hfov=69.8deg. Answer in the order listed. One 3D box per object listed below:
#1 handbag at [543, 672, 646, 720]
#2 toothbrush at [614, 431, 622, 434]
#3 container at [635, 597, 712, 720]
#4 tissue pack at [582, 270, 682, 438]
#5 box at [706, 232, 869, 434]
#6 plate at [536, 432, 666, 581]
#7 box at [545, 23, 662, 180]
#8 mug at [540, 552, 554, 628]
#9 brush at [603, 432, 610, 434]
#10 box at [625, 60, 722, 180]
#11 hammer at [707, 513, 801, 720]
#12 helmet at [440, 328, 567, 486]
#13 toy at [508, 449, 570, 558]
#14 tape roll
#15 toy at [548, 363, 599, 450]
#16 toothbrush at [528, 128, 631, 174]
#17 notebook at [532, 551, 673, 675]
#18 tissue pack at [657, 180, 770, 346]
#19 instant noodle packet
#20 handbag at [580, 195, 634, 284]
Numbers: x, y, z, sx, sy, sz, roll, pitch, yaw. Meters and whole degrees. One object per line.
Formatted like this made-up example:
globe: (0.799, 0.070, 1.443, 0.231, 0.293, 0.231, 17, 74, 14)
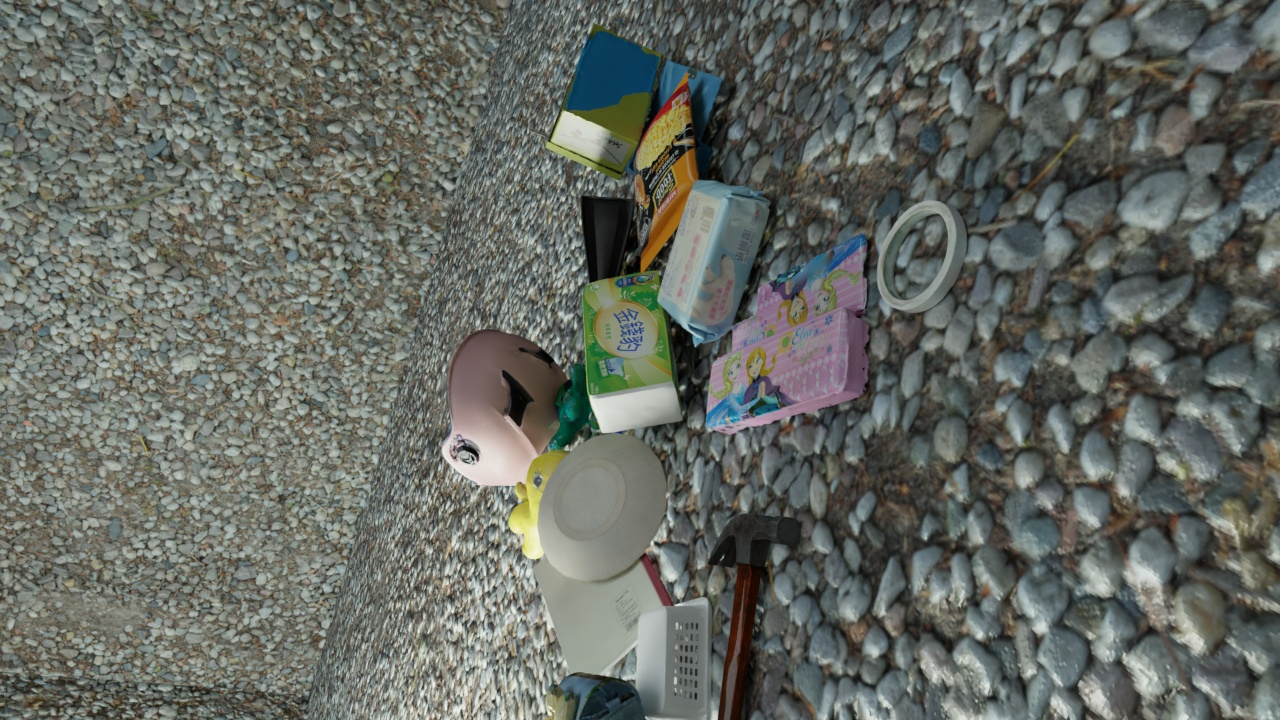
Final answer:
handbag: (-0.038, 0.404, 0.901, 0.122, 0.118, 0.192, -27, 82, 62)
toothbrush: (-0.033, 0.084, 1.203, 0.018, 0.016, 0.182, -8, 85, 27)
container: (0.032, 0.310, 0.940, 0.081, 0.049, 0.129, -39, 43, 55)
tissue pack: (-0.007, 0.007, 1.146, 0.141, 0.120, 0.197, 74, -166, -49)
box: (0.141, -0.021, 0.902, 0.231, 0.035, 0.159, -26, 53, 60)
plate: (-0.055, 0.174, 1.124, 0.189, 0.027, 0.188, -16, 57, 26)
box: (-0.048, -0.380, 1.335, 0.081, 0.124, 0.220, 125, 161, -49)
mug: (-0.078, 0.285, 1.192, 0.105, 0.073, 0.089, -36, 39, 20)
brush: (-0.046, 0.043, 1.254, 0.039, 0.012, 0.151, -105, 14, -60)
box: (0.051, -0.318, 1.272, 0.175, 0.033, 0.231, -67, 24, 18)
hammer: (0.087, 0.292, 0.851, 0.111, 0.028, 0.300, -11, 67, 64)
helmet: (-0.189, 0.075, 1.382, 0.229, 0.153, 0.256, -59, -35, -45)
toy: (-0.113, 0.198, 1.255, 0.208, 0.092, 0.134, -43, 74, 29)
tape roll: (0.229, -0.085, 0.753, 0.093, 0.013, 0.092, -47, 36, 50)
toy: (-0.088, 0.068, 1.297, 0.193, 0.072, 0.131, -85, 15, -76)
toothbrush: (-0.085, -0.316, 1.391, 0.010, 0.181, 0.010, 135, 147, -56)
notebook: (-0.050, 0.272, 1.099, 0.153, 0.012, 0.208, -44, 36, 8)
tissue pack: (0.081, -0.113, 1.041, 0.112, 0.070, 0.182, -135, 59, -64)
instant noodle packet: (0.031, -0.244, 1.192, 0.160, 0.032, 0.220, -49, 35, 48)
handbag: (-0.051, -0.127, 1.312, 0.175, 0.072, 0.196, -96, 10, -85)
